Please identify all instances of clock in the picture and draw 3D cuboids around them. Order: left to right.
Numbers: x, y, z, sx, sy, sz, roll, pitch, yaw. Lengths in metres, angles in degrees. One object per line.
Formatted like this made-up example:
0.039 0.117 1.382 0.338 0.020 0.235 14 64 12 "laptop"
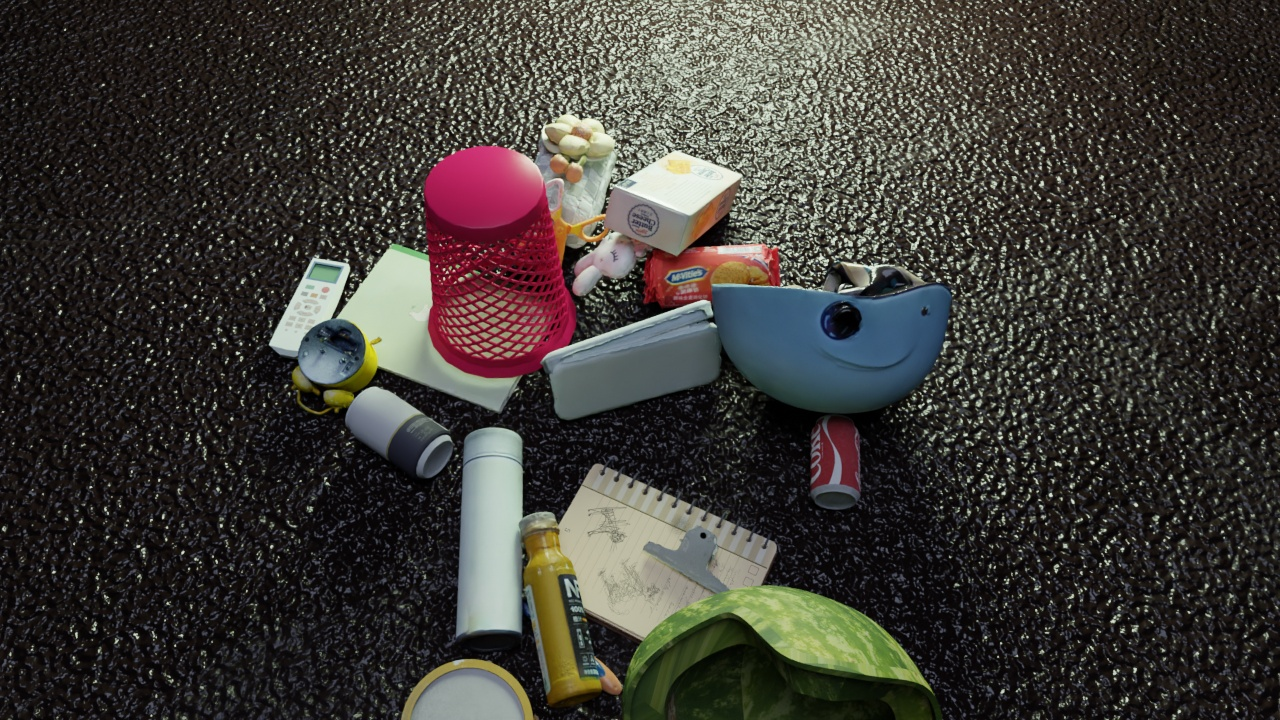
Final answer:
-0.362 0.008 1.083 0.083 0.057 0.118 26 74 13 "clock"
-0.175 0.355 0.840 0.158 0.081 0.117 -36 74 -32 "clock"

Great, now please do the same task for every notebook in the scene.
-0.248 -0.048 1.153 0.253 0.010 0.181 19 58 12 "notebook"
0.015 0.212 0.971 0.225 0.024 0.167 23 61 15 "notebook"

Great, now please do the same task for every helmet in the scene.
0.118 0.303 0.785 0.248 0.242 0.213 6 87 46 "helmet"
0.206 -0.026 1.021 0.265 0.225 0.167 6 92 -8 "helmet"

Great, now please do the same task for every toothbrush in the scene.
-0.071 0.291 0.926 0.135 0.017 0.021 36 67 19 "toothbrush"

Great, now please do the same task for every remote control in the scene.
-0.414 -0.063 1.154 0.049 0.024 0.143 10 59 7 "remote control"

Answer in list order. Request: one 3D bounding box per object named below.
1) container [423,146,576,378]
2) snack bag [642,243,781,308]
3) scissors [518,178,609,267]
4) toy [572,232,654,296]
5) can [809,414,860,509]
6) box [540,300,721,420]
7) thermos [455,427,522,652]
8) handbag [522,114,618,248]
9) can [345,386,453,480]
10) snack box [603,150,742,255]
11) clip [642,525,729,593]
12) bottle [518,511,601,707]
-0.169 -0.119 1.058 0.183 0.226 0.182 1 54 -2 "container"
0.089 -0.107 1.155 0.176 0.082 0.082 -2 56 -1 "snack bag"
-0.102 -0.173 1.164 0.125 0.129 0.011 -18 20 12 "scissors"
-0.034 -0.131 1.158 0.126 0.037 0.075 -28 38 16 "toy"
0.216 0.112 1.019 0.054 0.054 0.096 6 57 4 "can"
-0.005 0.012 1.066 0.216 0.108 0.110 -20 86 -8 "box"
-0.157 0.183 0.965 0.068 0.068 0.229 -3 56 -2 "thermos"
-0.096 -0.241 1.213 0.112 0.124 0.171 15 61 -4 "handbag"
-0.276 0.079 1.036 0.127 0.064 0.064 30 61 19 "can"
0.046 -0.206 1.178 0.104 0.058 0.207 24 32 14 "snack box"
0.057 0.197 0.948 0.101 0.038 0.054 28 75 16 "clip"
-0.084 0.243 0.911 0.053 0.053 0.186 -12 62 -8 "bottle"
